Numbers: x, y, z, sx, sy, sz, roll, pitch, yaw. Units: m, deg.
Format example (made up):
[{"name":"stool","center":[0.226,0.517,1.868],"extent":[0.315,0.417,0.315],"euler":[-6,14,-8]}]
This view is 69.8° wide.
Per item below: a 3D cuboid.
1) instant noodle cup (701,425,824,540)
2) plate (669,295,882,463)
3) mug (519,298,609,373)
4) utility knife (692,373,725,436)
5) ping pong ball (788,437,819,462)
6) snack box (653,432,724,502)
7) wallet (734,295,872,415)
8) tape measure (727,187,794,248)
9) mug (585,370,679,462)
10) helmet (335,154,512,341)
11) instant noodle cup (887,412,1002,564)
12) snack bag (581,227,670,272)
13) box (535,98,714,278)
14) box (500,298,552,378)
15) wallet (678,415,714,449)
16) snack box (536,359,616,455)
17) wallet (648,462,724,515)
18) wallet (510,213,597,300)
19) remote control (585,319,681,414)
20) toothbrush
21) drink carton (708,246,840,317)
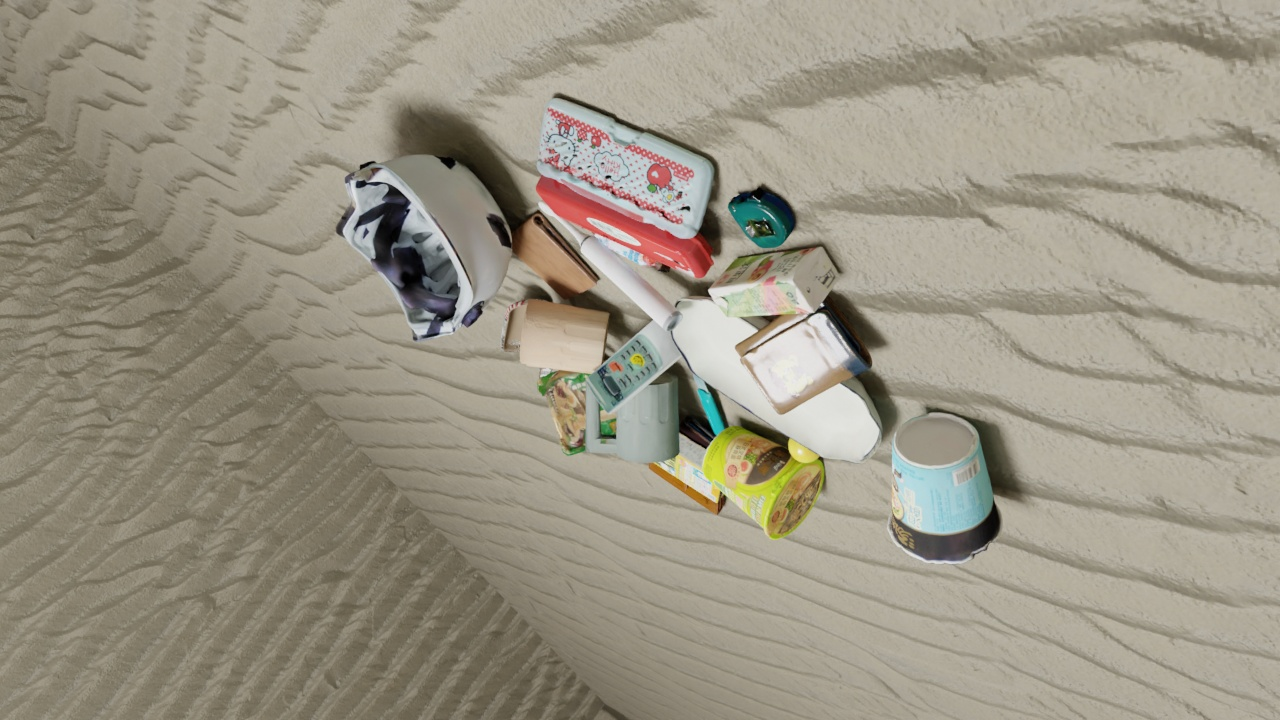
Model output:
[{"name":"instant noodle cup","center":[0.145,0.142,1.138],"extent":[0.123,0.111,0.112],"euler":[31,154,36]},{"name":"plate","center":[0.148,0.014,0.998],"extent":[0.266,0.034,0.162],"euler":[33,153,16]},{"name":"mug","center":[-0.097,-0.020,1.187],"extent":[0.103,0.084,0.125],"euler":[8,150,0]},{"name":"utility knife","center":[0.097,0.072,1.186],"extent":[0.029,0.013,0.185],"euler":[25,154,36]},{"name":"ping pong ball","center":[0.192,0.099,1.066],"extent":[0.040,0.040,0.040],"euler":[32,154,18]},{"name":"snack box","center":[0.058,0.136,1.267],"extent":[0.140,0.033,0.087],"euler":[29,157,16]},{"name":"wallet","center":[0.157,-0.006,0.897],"extent":[0.116,0.033,0.090],"euler":[-35,91,40]},{"name":"tape measure","center":[0.111,-0.127,0.832],"extent":[0.058,0.025,0.055],"euler":[50,154,-21]},{"name":"mug","center":[-0.011,0.069,1.183],"extent":[0.124,0.083,0.103],"euler":[1,105,6]},{"name":"helmet","center":[-0.245,-0.155,1.137],"extent":[0.229,0.145,0.259],"euler":[52,146,-1]},{"name":"instant noodle cup","center":[0.292,0.118,0.899],"extent":[0.111,0.111,0.120],"euler":[17,138,41]},{"name":"snack bag","center":[-0.013,-0.125,1.000],"extent":[0.105,0.026,0.045],"euler":[29,-163,24]},{"name":"box","center":[-0.018,-0.165,0.915],"extent":[0.201,0.069,0.158],"euler":[27,148,24]},{"name":"box","center":[-0.157,-0.031,1.301],"extent":[0.086,0.075,0.162],"euler":[10,157,-7]},{"name":"wallet","center":[0.085,0.124,1.271],"extent":[0.096,0.020,0.122],"euler":[37,160,1]},{"name":"snack box","center":[-0.075,0.074,1.294],"extent":[0.106,0.117,0.118],"euler":[108,143,-72]},{"name":"wallet","center":[0.067,0.173,1.365],"extent":[0.131,0.035,0.119],"euler":[33,168,17]},{"name":"wallet","center":[-0.113,-0.127,1.153],"extent":[0.115,0.020,0.101],"euler":[46,155,-16]},{"name":"remote control","center":[-0.007,0.007,1.117],"extent":[0.135,0.019,0.056],"euler":[-40,78,26]},{"name":"toothbrush","center":[-0.038,-0.112,1.025],"extent":[0.221,0.026,0.027],"euler":[44,142,18]},{"name":"drink carton","center":[0.126,-0.071,0.869],"extent":[0.045,0.053,0.123],"euler":[51,154,-22]}]
